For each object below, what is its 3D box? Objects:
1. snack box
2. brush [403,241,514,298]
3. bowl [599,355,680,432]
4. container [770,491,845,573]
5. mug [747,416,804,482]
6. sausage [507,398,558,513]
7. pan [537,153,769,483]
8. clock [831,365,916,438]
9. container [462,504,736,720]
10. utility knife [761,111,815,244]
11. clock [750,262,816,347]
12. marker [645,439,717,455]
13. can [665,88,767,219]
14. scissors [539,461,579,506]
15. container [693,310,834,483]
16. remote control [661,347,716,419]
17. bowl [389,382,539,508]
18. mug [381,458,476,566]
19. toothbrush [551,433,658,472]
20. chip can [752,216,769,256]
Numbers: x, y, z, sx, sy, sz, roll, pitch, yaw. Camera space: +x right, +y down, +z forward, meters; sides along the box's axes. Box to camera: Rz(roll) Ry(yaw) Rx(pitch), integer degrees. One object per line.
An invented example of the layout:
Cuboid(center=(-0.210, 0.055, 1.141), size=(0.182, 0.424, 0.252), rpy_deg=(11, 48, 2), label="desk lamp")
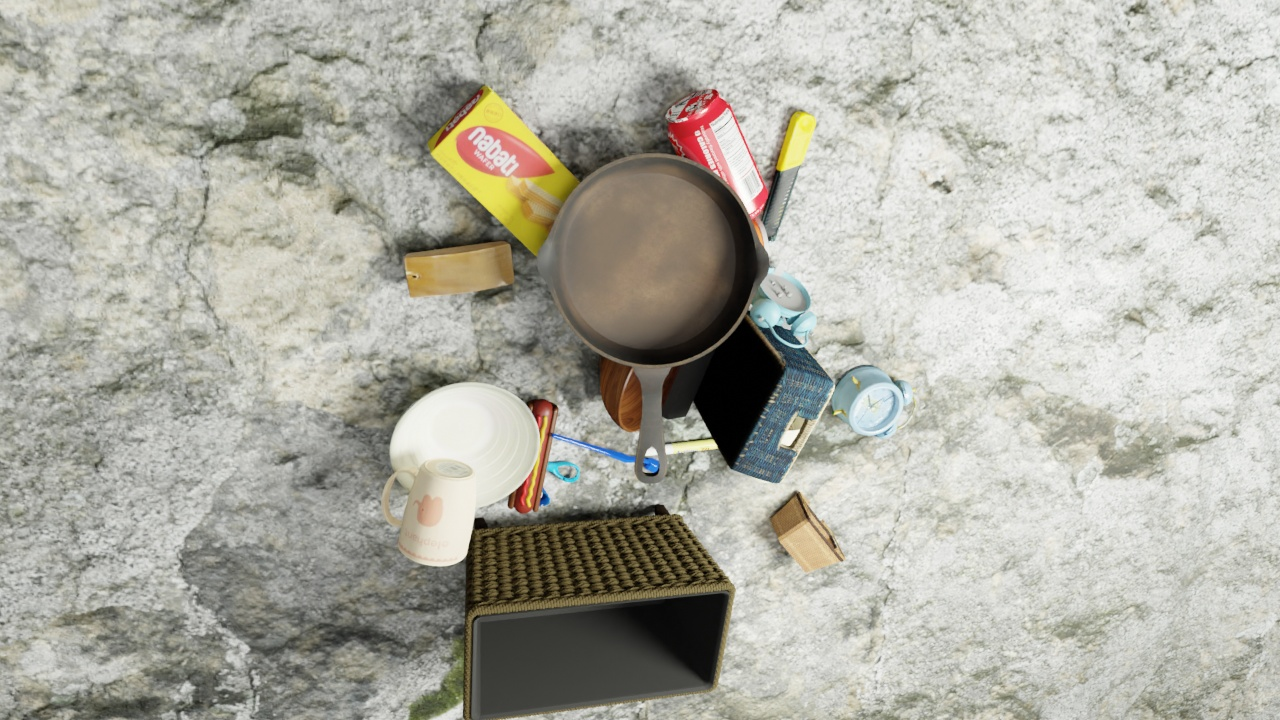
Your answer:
Cuboid(center=(-0.126, -0.192, 0.995), size=(0.092, 0.042, 0.200), rpy_deg=(-42, 121, 6), label="snack box")
Cuboid(center=(-0.202, -0.104, 1.021), size=(0.117, 0.039, 0.049), rpy_deg=(-9, 118, -11), label="brush")
Cuboid(center=(-0.007, 0.006, 1.109), size=(0.147, 0.069, 0.147), rpy_deg=(-43, 149, -34), label="bowl")
Cuboid(center=(0.240, 0.254, 1.331), size=(0.061, 0.063, 0.114), rpy_deg=(-33, 121, 11), label="container")
Cuboid(center=(0.188, 0.103, 1.238), size=(0.121, 0.081, 0.097), rpy_deg=(-17, 132, -38), label="mug")
Cuboid(center=(-0.135, 0.121, 1.149), size=(0.040, 0.040, 0.156), rpy_deg=(7, 107, -20), label="sausage")
Cuboid(center=(0.012, -0.043, 1.005), size=(0.248, 0.043, 0.356), rpy_deg=(0, 98, -6), label="pan")
Cuboid(center=(0.323, 0.060, 1.256), size=(0.124, 0.051, 0.089), rpy_deg=(17, 109, -23), label="clock")
Cuboid(center=(-0.072, 0.306, 1.177), size=(0.320, 0.205, 0.177), rpy_deg=(-2, 117, -16), label="container")
Cuboid(center=(0.168, -0.209, 1.087), size=(0.028, 0.020, 0.171), rpy_deg=(8, 113, -19), label="utility knife")
Cuboid(center=(0.172, -0.063, 1.105), size=(0.087, 0.123, 0.042), rpy_deg=(13, 134, -22), label="clock")
Cuboid(center=(0.067, 0.115, 1.231), size=(0.132, 0.014, 0.014), rpy_deg=(-5, 118, -14), label="marker")
Cuboid(center=(0.086, -0.223, 1.023), size=(0.074, 0.074, 0.142), rpy_deg=(-30, 121, 0), label="can")
Cuboid(center=(-0.147, 0.139, 1.180), size=(0.135, 0.015, 0.086), rpy_deg=(39, 100, -28), label="scissors")
Cuboid(center=(0.141, 0.038, 1.111), size=(0.071, 0.187, 0.145), rpy_deg=(18, 110, -20), label="container")
Cuboid(center=(0.066, 0.011, 1.148), size=(0.058, 0.013, 0.133), rpy_deg=(-1, 117, -62), label="remote control")
Cuboid(center=(-0.214, 0.092, 1.110), size=(0.176, 0.057, 0.177), rpy_deg=(-7, 119, -13), label="bowl")
Cuboid(center=(-0.246, 0.167, 1.066), size=(0.111, 0.085, 0.104), rpy_deg=(17, 104, 7), label="mug")
Cuboid(center=(-0.040, 0.120, 1.184), size=(0.186, 0.016, 0.011), rpy_deg=(20, 117, -36), label="toothbrush")
Cuboid(center=(0.040, -0.119, 1.071), size=(0.210, 0.062, 0.062), rpy_deg=(-12, 120, -10), label="chip can")
